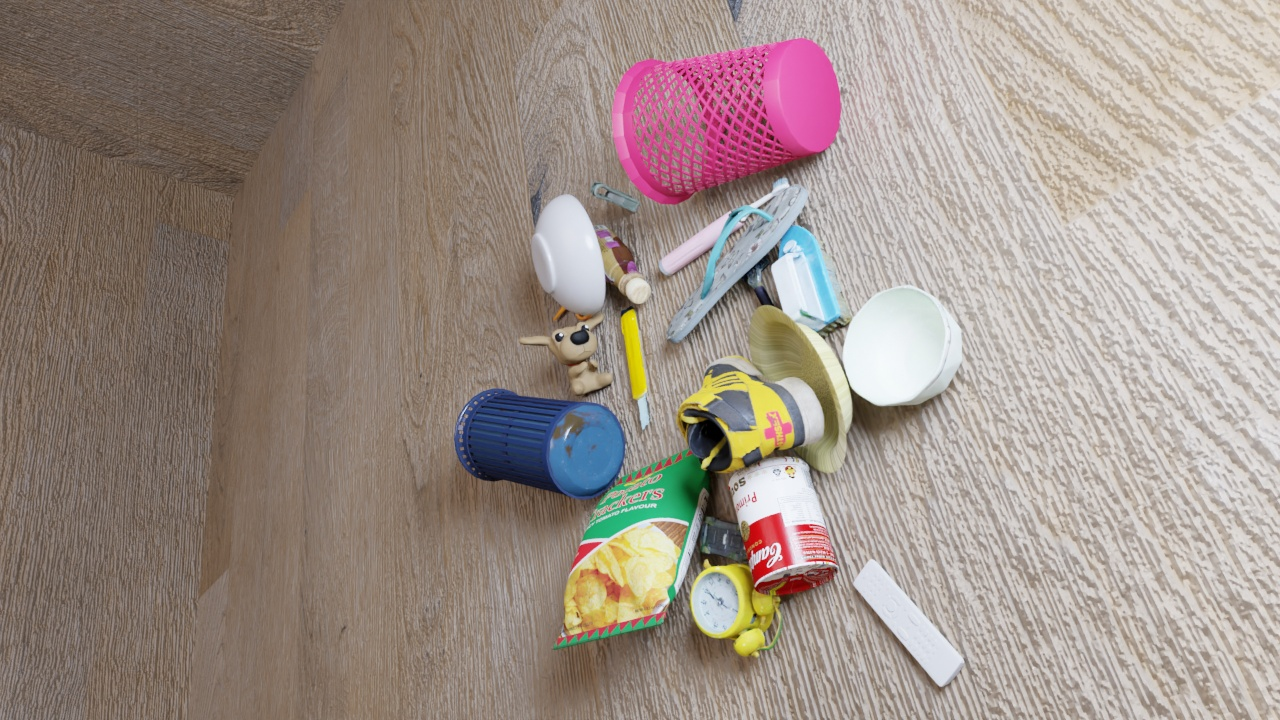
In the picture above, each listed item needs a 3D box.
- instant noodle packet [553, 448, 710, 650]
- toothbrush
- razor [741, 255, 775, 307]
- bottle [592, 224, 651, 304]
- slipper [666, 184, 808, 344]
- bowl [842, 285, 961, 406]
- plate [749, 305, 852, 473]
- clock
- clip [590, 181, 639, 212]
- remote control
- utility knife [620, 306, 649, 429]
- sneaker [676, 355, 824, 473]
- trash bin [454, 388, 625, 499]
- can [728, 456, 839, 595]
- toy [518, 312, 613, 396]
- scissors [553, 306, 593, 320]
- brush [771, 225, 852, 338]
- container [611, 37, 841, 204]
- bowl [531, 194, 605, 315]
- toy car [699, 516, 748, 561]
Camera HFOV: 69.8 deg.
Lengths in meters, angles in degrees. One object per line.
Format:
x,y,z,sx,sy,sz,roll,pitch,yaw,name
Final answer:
-0.004,0.215,1.090,0.196,0.090,0.252,-29,29,43,instant noodle packet
0.105,-0.169,1.168,0.223,0.027,0.026,-31,54,41,toothbrush
0.151,-0.063,1.072,0.043,0.022,0.144,-47,44,32,razor
-0.033,-0.134,1.303,0.060,0.059,0.166,-59,40,18,bottle
0.101,-0.127,1.114,0.270,0.054,0.098,-48,13,37,slipper
0.260,-0.008,0.881,0.118,0.061,0.117,-23,60,47,bowl
0.174,0.023,0.948,0.184,0.036,0.184,158,90,-76,plate
0.107,0.264,0.980,0.119,0.057,0.083,24,96,45,clock
-0.041,-0.242,1.344,0.023,0.078,0.050,-65,23,12,clip
0.246,0.240,0.846,0.033,0.012,0.131,-62,39,19,remote control
-0.007,0.007,1.252,0.031,0.017,0.190,-41,44,42,utility knife
0.089,0.057,0.984,0.239,0.122,0.086,-163,57,-70,sneaker
-0.140,0.115,1.285,0.250,0.139,0.139,2,79,51,trash bin
0.145,0.169,0.940,0.087,0.086,0.116,-39,49,37,can
-0.091,-0.004,1.309,0.108,0.134,0.106,69,159,5,toy
-0.097,-0.108,1.415,0.125,0.011,0.128,33,102,50,scissors
0.177,-0.093,1.006,0.056,0.075,0.135,-37,51,38,brush
0.109,-0.294,1.101,0.226,0.183,0.183,-1,76,44,container
-0.113,-0.145,1.317,0.177,0.066,0.176,163,90,-71,bowl
0.101,0.200,1.027,0.091,0.036,0.042,-1,77,51,toy car
